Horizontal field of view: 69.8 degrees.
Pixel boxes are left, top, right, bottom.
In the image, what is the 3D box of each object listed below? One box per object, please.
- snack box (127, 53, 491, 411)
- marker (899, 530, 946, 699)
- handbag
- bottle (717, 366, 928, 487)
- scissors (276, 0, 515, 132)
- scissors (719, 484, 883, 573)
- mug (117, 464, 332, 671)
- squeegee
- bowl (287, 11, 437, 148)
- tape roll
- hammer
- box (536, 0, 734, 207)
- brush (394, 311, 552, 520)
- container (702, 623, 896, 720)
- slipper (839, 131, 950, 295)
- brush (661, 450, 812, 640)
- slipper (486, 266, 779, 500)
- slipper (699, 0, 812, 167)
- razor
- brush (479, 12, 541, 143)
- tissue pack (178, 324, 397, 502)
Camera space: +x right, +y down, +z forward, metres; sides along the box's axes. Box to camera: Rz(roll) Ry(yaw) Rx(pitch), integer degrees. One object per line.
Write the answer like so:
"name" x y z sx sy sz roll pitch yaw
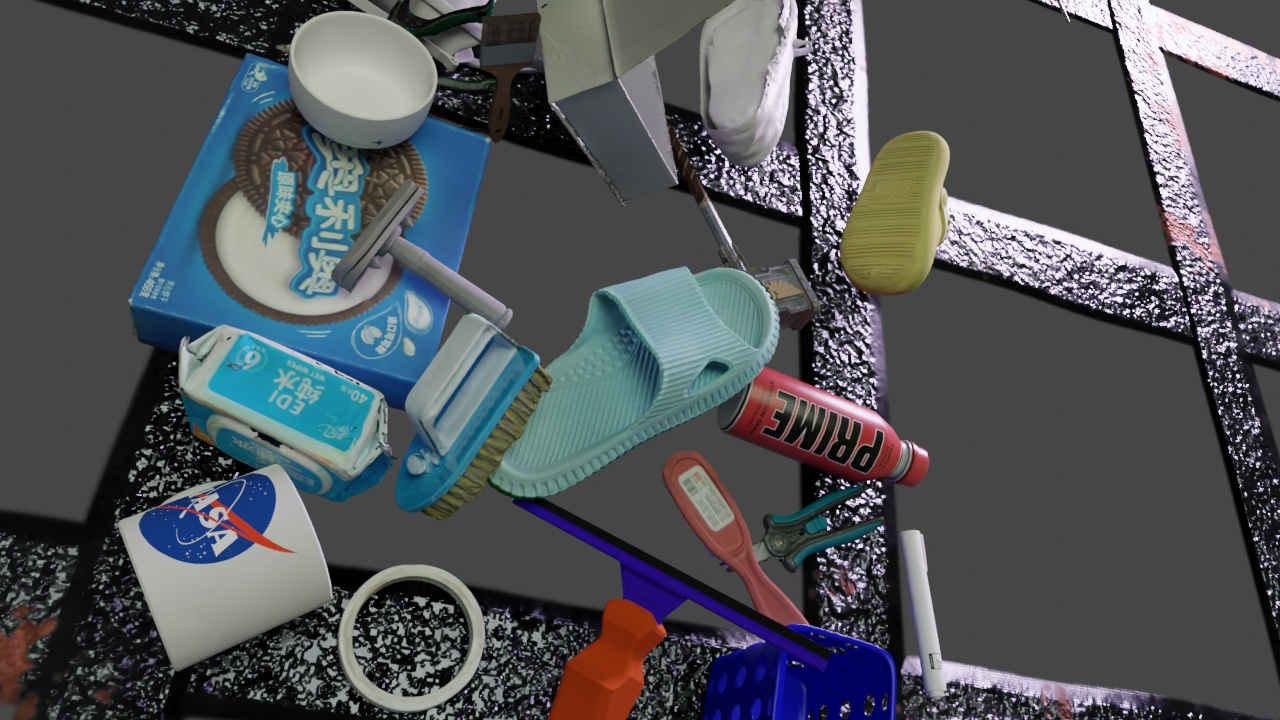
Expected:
"snack box" -0.230 -0.095 0.679 0.195 0.056 0.238 16 58 -15
"marker" 0.229 0.203 0.739 0.020 0.017 0.133 7 62 -18
"handbag" -0.159 -0.335 0.839 0.222 0.096 0.215 38 58 -15
"bottle" 0.154 0.060 0.756 0.176 0.062 0.062 22 58 -11
"scissors" -0.193 -0.233 0.770 0.209 0.015 0.155 -29 111 -16
"scissors" 0.129 0.133 0.734 0.129 0.019 0.138 25 60 -2
"mug" -0.252 0.113 0.551 0.090 0.091 0.121 -21 39 -30
"squeegee" -0.028 0.214 0.591 0.250 0.055 0.184 22 71 31
"bowl" -0.207 -0.201 0.678 0.104 0.054 0.104 13 56 -20
"tape roll" -0.148 0.180 0.597 0.093 0.013 0.093 10 60 -18
"hammer" 0.048 -0.164 0.845 0.098 0.044 0.321 -14 68 -28
"box" 0.019 -0.317 0.631 0.148 0.508 0.166 -1 66 -19
"brush" -0.125 0.041 0.619 0.055 0.075 0.135 28 82 40
"container" 0.101 0.234 0.611 0.085 0.114 0.084 21 58 -12
"slipper" 0.257 -0.136 0.900 0.081 0.092 0.190 45 56 -45
"brush" 0.070 0.145 0.690 0.040 0.030 0.172 -28 74 -20
"slipper" -0.004 0.004 0.685 0.275 0.070 0.116 -33 64 -20
"slipper" 0.114 -0.295 0.919 0.112 0.075 0.246 1 57 13
"razor" -0.141 -0.059 0.644 0.116 0.047 0.088 35 55 -13
"brush" -0.110 -0.224 0.744 0.045 0.143 0.008 -13 68 -19
"tissue pack" -0.226 0.040 0.590 0.144 0.093 0.061 26 60 -8
